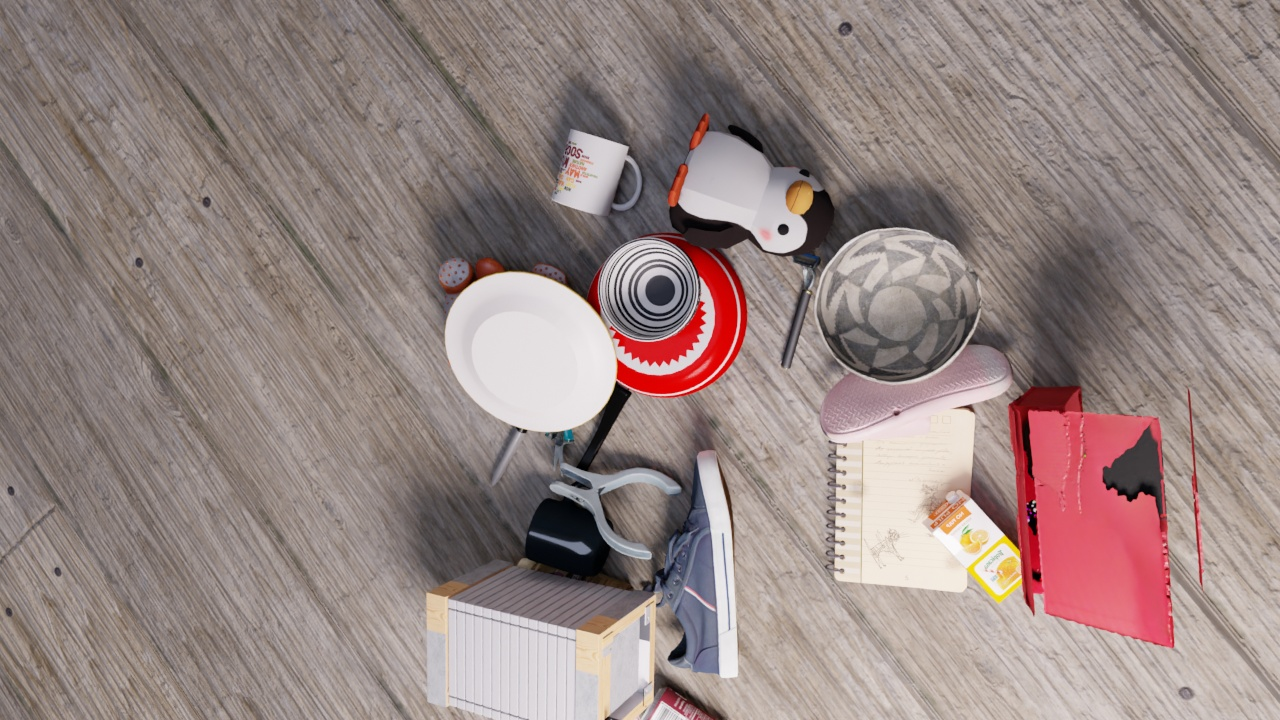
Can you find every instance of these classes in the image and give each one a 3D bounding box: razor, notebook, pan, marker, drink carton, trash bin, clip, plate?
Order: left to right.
[{"bbox_3d":[-0.175,0.116,1.256,0.016,0.022,0.139,30,104,6],"label":"marker"},{"bbox_3d":[-0.142,-0.003,1.151,0.230,0.021,0.230,7,121,13],"label":"plate"},{"bbox_3d":[-0.123,0.358,1.143,0.247,0.142,0.142,5,98,27],"label":"trash bin"},{"bbox_3d":[-0.017,0.161,1.192,0.174,0.030,0.158,36,62,20],"label":"clip"},{"bbox_3d":[-0.007,0.006,1.171,0.209,0.067,0.356,32,102,12],"label":"pan"},{"bbox_3d":[0.193,-0.059,1.116,0.043,0.022,0.144,32,117,55],"label":"razor"},{"bbox_3d":[0.310,0.164,1.104,0.168,0.024,0.225,2,98,17],"label":"notebook"},{"bbox_3d":[0.387,0.211,1.056,0.058,0.040,0.122,-43,96,5],"label":"drink carton"}]

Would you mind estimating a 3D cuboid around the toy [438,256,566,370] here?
[{"bbox_3d":[-0.179,-0.058,1.198,0.173,0.092,0.164,-3,97,17],"label":"toy"}]

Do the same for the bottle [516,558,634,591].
[{"bbox_3d":[-0.092,0.306,1.235,0.166,0.059,0.060,14,101,21],"label":"bottle"}]

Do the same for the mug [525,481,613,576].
[{"bbox_3d":[-0.086,0.218,1.213,0.094,0.085,0.121,15,83,15],"label":"mug"}]

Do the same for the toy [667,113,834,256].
[{"bbox_3d":[0.133,-0.181,1.079,0.184,0.140,0.158,21,70,5],"label":"toy"}]

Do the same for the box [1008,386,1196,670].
[{"bbox_3d":[0.425,0.147,0.912,0.121,0.318,0.211,-5,94,10],"label":"box"}]

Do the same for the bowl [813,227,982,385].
[{"bbox_3d":[0.292,-0.057,1.046,0.179,0.081,0.178,-4,79,19],"label":"bowl"}]

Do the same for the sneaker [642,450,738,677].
[{"bbox_3d":[0.060,0.256,1.157,0.127,0.120,0.295,0,100,5],"label":"sneaker"}]

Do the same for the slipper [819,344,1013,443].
[{"bbox_3d":[0.313,0.039,1.054,0.222,0.106,0.056,-18,129,9],"label":"slipper"}]

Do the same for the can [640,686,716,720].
[{"bbox_3d":[0.060,0.485,1.206,0.114,0.063,0.063,31,105,12],"label":"can"}]

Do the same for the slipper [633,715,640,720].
[{"bbox_3d":[-0.085,0.438,1.247,0.094,0.064,0.239,-33,88,19],"label":"slipper"}]

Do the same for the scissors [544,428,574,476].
[{"bbox_3d":[-0.107,0.074,1.222,0.123,0.019,0.149,53,126,24],"label":"scissors"}]

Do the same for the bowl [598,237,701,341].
[{"bbox_3d":[0.016,-0.083,1.087,0.120,0.066,0.120,1,94,16],"label":"bowl"}]

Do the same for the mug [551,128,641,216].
[{"bbox_3d":[-0.049,-0.230,1.149,0.105,0.073,0.090,15,103,-11],"label":"mug"}]
